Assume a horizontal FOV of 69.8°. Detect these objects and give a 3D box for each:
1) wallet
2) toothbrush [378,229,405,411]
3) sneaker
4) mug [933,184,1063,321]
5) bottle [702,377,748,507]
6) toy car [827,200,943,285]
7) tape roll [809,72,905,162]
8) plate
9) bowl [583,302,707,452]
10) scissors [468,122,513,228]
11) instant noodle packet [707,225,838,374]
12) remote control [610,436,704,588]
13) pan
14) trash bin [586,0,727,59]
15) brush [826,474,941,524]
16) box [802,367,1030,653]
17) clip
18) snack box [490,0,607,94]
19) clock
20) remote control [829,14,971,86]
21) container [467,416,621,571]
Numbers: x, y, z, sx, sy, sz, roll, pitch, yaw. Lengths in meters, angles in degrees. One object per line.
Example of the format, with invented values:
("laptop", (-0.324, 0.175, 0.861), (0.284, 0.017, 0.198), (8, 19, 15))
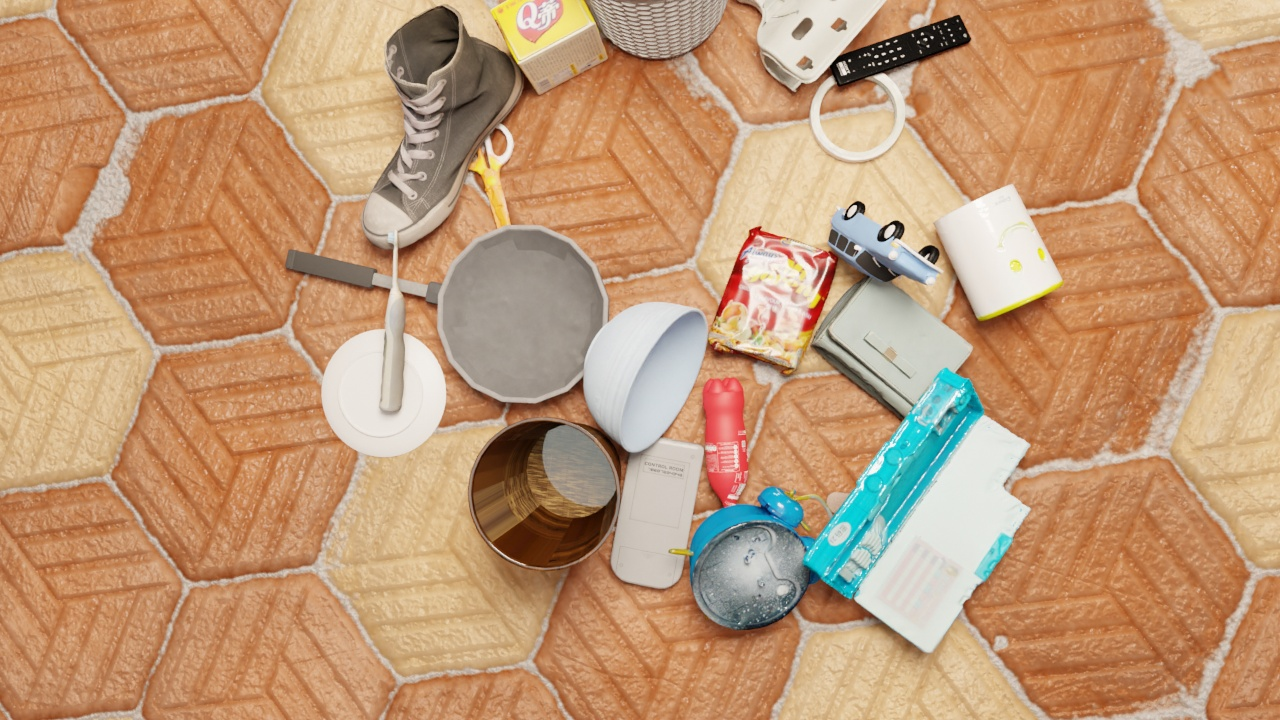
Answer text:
("wallet", (0.246, -0.014, 0.900), (0.131, 0.054, 0.100), (38, 94, -1))
("toothbrush", (-0.247, -0.038, 0.918), (0.024, 0.022, 0.186), (7, 106, 3))
("sneaker", (-0.217, -0.222, 0.891), (0.095, 0.120, 0.235), (40, 95, 24))
("mug", (0.339, -0.102, 0.872), (0.082, 0.082, 0.106), (-25, 87, 4))
("bottle", (0.086, 0.088, 0.915), (0.042, 0.042, 0.141), (-3, 90, 5))
("toy car", (0.220, -0.104, 0.848), (0.056, 0.153, 0.055), (30, 103, -20))
("tape roll", (0.216, -0.245, 0.916), (0.093, 0.013, 0.093), (0, 90, 5))
("plate", (-0.271, 0.035, 0.961), (0.134, 0.011, 0.134), (0, 90, 5))
("bowl", (-0.005, 0.005, 0.880), (0.075, 0.150, 0.150), (27, 93, 23))
("scissors", (-0.150, -0.186, 0.950), (0.065, 0.013, 0.128), (-18, 88, 6))
("instant noodle packet", (0.131, -0.059, 0.913), (0.098, 0.039, 0.135), (21, 91, 8))
("remote control", (0.016, 0.153, 0.933), (0.074, 0.019, 0.151), (10, 90, 5))
("pan", (-0.200, -0.067, 0.942), (0.357, 0.041, 0.178), (13, 94, 10))
("trash bin", (0.012, -0.377, 0.848), (0.156, 0.183, 0.156), (0, 90, 5))
("brush", (0.254, 0.140, 0.915), (0.136, 0.015, 0.050), (-3, 89, 5))
("box", (0.269, 0.139, 0.876), (0.171, 0.084, 0.227), (38, 87, -19))
("clip", (0.161, -0.341, 0.907), (0.126, 0.104, 0.152), (-47, 55, 2))
("snack box", (-0.087, -0.318, 0.895), (0.083, 0.105, 0.061), (-27, 88, 4))
("clock", (0.118, 0.189, 0.892), (0.161, 0.060, 0.117), (-26, 108, -3))
("remote control", (0.255, -0.306, 0.905), (0.140, 0.009, 0.030), (-19, 78, -2))
("container", (-0.076, 0.114, 0.867), (0.132, 0.167, 0.132), (0, 90, 5))
